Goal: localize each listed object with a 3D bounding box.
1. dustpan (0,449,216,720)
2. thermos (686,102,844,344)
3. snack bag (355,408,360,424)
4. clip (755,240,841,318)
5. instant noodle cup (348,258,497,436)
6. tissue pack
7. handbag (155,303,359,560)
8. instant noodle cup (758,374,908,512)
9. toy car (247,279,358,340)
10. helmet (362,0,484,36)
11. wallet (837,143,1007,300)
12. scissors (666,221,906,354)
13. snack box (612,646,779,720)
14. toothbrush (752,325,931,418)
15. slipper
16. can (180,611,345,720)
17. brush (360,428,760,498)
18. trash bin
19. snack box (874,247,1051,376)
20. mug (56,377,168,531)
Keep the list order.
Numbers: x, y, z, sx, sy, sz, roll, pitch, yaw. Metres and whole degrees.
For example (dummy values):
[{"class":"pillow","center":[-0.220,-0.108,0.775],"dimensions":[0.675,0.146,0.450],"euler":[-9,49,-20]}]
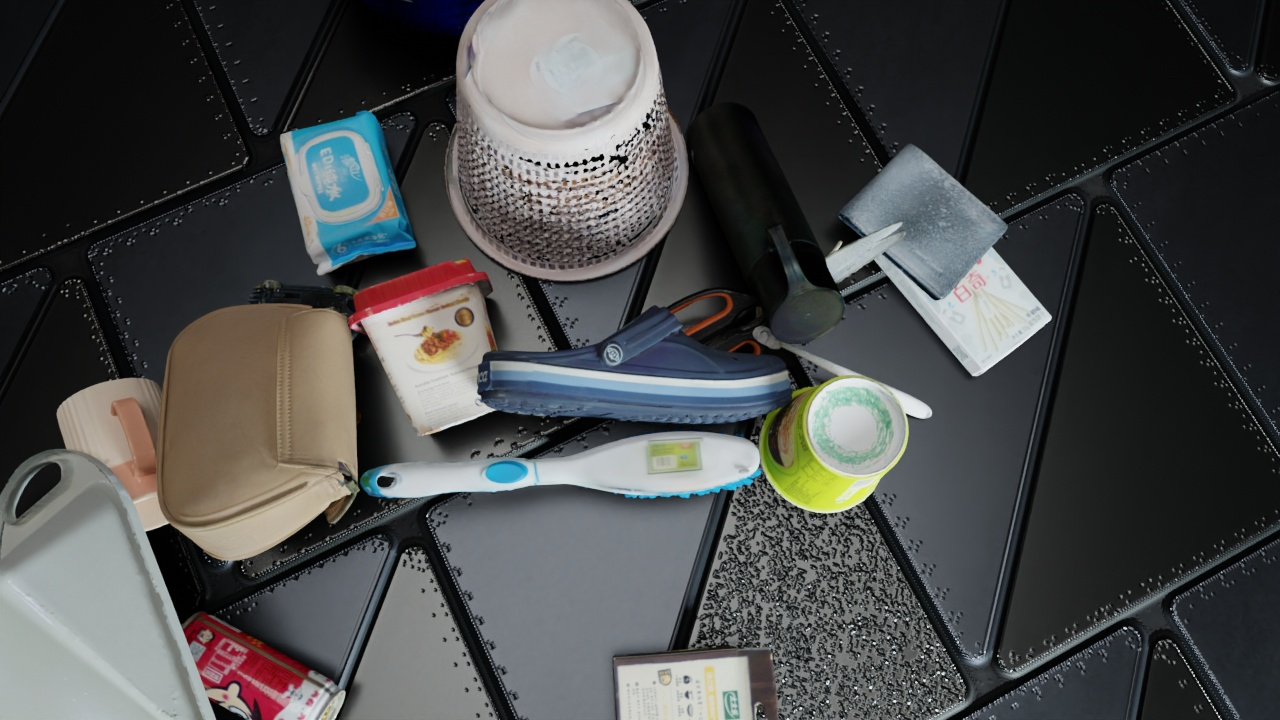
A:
[{"class":"dustpan","center":[-0.422,0.206,0.696],"dimensions":[0.223,0.142,0.258],"euler":[-32,104,24]},{"class":"thermos","center":[0.098,-0.127,0.754],"dimensions":[0.068,0.090,0.242],"euler":[-18,48,2]},{"class":"snack bag","center":[-0.286,0.069,0.779],"dimensions":[0.105,0.026,0.045],"euler":[-42,55,-10]},{"class":"clip","center":[0.139,-0.075,0.825],"dimensions":[0.074,0.035,0.100],"euler":[29,75,6]},{"class":"instant noodle cup","center":[-0.166,-0.008,0.765],"dimensions":[0.116,0.116,0.124],"euler":[-20,90,-7]},{"class":"tissue pack","center":[-0.260,-0.149,0.816],"dimensions":[0.090,0.063,0.140],"euler":[-17,77,-6]},{"class":"handbag","center":[-0.293,0.050,0.721],"dimensions":[0.148,0.100,0.204],"euler":[-14,56,1]},{"class":"instant noodle cup","center":[0.160,0.062,0.744],"dimensions":[0.111,0.123,0.111],"euler":[0,76,-1]},{"class":"toy car","center":[-0.291,-0.041,0.805],"dimensions":[0.105,0.031,0.049],"euler":[4,76,1]},{"class":"helmet","center":[-0.153,-0.441,0.804],"dimensions":[0.240,0.248,0.315],"euler":[16,71,-26]},{"class":"wallet","center":[0.252,-0.124,0.820],"dimensions":[0.121,0.019,0.097],"euler":[44,81,9]},{"class":"scissors","center":[0.129,-0.042,0.788],"dimensions":[0.235,0.021,0.139],"euler":[-10,104,6]},{"class":"snack box","center":[0.043,0.287,0.721],"dimensions":[0.125,0.053,0.113],"euler":[-3,76,-3]},{"class":"toothbrush","center":[0.177,0.013,0.790],"dimensions":[0.180,0.016,0.016],"euler":[24,109,-12]},{"class":"slipper","center":[-0.004,0.004,0.736],"dimensions":[0.252,0.105,0.095],"euler":[2,84,-17]},{"class":"can","center":[-0.303,0.251,0.720],"dimensions":[0.133,0.053,0.053],"euler":[26,77,5]},{"class":"brush","center":[-0.055,0.088,0.741],"dimensions":[0.314,0.109,0.060],"euler":[-4,83,0]},{"class":"trash bin","center":[-0.065,-0.202,0.770],"dimensions":[0.227,0.192,0.227],"euler":[0,76,-2]},{"class":"snack box","center":[0.286,-0.072,0.831],"dimensions":[0.084,0.027,0.157],"euler":[-35,80,-10]},{"class":"mug","center":[-0.408,0.071,0.734],"dimensions":[0.081,0.115,0.106],"euler":[-17,73,-36]}]
